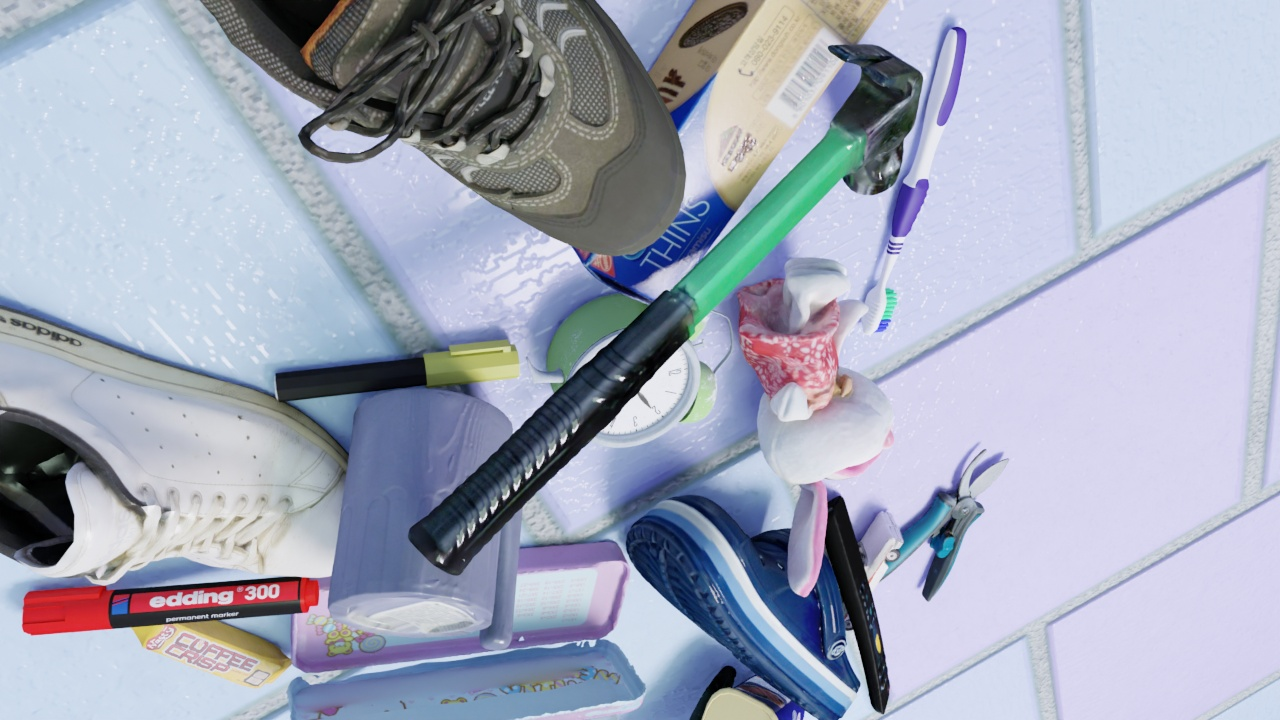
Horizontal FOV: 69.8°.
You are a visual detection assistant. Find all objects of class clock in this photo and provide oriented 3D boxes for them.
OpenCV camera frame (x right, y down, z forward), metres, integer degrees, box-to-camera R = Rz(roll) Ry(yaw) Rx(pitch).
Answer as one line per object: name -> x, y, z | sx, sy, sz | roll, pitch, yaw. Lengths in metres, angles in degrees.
clock -> -0.003, 0.003, 0.515 | 0.119, 0.042, 0.094 | -17, 128, -11

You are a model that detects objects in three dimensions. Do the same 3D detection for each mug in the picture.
mug -> -0.101, 0.088, 0.480 | 0.084, 0.103, 0.124 | -14, 146, 21

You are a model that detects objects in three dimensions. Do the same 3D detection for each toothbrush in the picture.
toothbrush -> 0.158, -0.097, 0.533 | 0.016, 0.015, 0.187 | -6, 123, -25

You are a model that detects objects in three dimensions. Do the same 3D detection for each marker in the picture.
marker -> -0.251, 0.131, 0.497 | 0.145, 0.021, 0.023 | -2, 100, -10
marker -> -0.126, 0.006, 0.481 | 0.123, 0.017, 0.021 | -7, 123, -17

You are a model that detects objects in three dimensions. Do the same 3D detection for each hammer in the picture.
hammer -> 0.020, -0.025, 0.424 | 0.318, 0.032, 0.130 | -45, 163, -9

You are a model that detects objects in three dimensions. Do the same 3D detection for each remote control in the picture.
remote control -> 0.154, 0.173, 0.653 | 0.020, 0.041, 0.152 | -15, 92, 22

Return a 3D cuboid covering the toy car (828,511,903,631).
toy car -> 0.156, 0.165, 0.695 | 0.039, 0.039, 0.113 | 21, 113, -9

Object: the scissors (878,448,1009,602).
scissors -> 0.228, 0.137, 0.716 | 0.124, 0.019, 0.156 | -15, 124, -15

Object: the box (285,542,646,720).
box -> -0.101, 0.180, 0.560 | 0.214, 0.092, 0.089 | 0, 122, -23

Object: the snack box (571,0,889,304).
snack box -> 0.039, -0.127, 0.437 | 0.057, 0.056, 0.207 | 25, 109, -35

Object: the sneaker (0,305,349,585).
sneaker -> -0.225, 0.060, 0.422 | 0.241, 0.102, 0.089 | 32, 105, -36

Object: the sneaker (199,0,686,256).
sneaker -> -0.066, -0.113, 0.324 | 0.238, 0.142, 0.101 | 34, 105, -23

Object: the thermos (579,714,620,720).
thermos -> -0.046, 0.323, 0.683 | 0.099, 0.099, 0.221 | -21, 131, -9

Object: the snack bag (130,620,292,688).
snack bag -> -0.249, 0.167, 0.536 | 0.026, 0.020, 0.099 | -42, 128, 6

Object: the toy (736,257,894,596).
toy -> 0.106, 0.024, 0.546 | 0.158, 0.084, 0.194 | -48, 134, -42

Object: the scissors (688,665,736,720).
scissors -> 0.029, 0.343, 0.716 | 0.201, 0.015, 0.202 | -53, 150, -28

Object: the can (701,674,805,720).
can -> 0.079, 0.303, 0.702 | 0.092, 0.056, 0.116 | 17, 92, -65

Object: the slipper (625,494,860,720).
slipper -> 0.083, 0.159, 0.626 | 0.095, 0.105, 0.253 | -48, 127, -13
